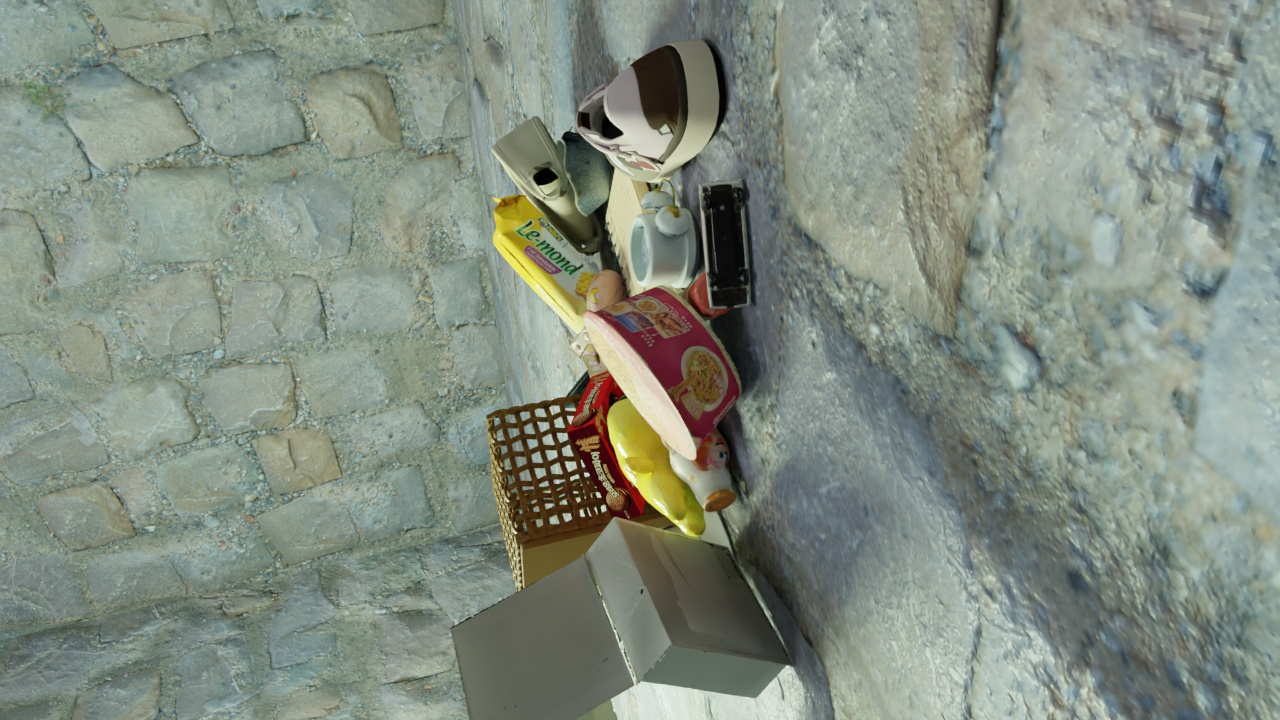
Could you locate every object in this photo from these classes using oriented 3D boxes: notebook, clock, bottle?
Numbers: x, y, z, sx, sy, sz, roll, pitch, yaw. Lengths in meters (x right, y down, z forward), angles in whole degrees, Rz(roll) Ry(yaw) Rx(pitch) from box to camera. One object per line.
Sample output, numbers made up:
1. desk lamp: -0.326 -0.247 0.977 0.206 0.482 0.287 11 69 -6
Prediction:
1. notebook: 0.001 -0.125 1.116 0.168 0.024 0.225 108 148 -62
2. clock: 0.026 -0.128 0.942 0.083 0.057 0.118 -121 31 -56
3. bottle: 0.059 -0.057 0.891 0.109 0.044 0.044 156 103 -77
4. bottle: 0.064 0.104 0.961 0.063 0.063 0.108 98 155 -54

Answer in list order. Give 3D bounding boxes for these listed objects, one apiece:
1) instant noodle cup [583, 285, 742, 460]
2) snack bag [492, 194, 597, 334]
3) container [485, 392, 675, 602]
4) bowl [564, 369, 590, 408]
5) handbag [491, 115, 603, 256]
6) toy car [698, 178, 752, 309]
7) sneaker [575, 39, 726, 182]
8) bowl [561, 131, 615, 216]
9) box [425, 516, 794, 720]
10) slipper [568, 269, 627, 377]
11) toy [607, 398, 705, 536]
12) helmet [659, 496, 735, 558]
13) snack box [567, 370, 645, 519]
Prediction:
1. instant noodle cup: 0.027 0.003 0.894 0.178 0.077 0.179 51 169 14
2. snack bag: -0.127 -0.131 1.332 0.247 0.068 0.160 47 172 -4
3. container: -0.089 0.210 1.335 0.252 0.219 0.214 97 158 -53
4. bowl: -0.057 0.033 1.368 0.057 0.137 0.137 39 166 -4
5. handbag: -0.109 -0.261 1.292 0.184 0.132 0.229 55 -177 22
6. toy car: 0.075 -0.102 0.806 0.039 0.039 0.113 -71 -24 -72
7. sneaker: -0.018 -0.230 0.905 0.294 0.116 0.112 -157 57 -74
8. bowl: -0.062 -0.245 1.184 0.110 0.055 0.110 -10 -91 -83
9. box: -0.036 0.284 0.905 0.167 0.330 0.165 -120 8 -50
10. slipper: -0.054 -0.030 1.236 0.093 0.082 0.197 -50 -40 -54
11. toy: 0.022 0.114 1.043 0.134 0.092 0.207 49 -163 -39
12. helmet: 0.033 0.283 1.110 0.272 0.117 0.183 95 159 -45
13. snack box: -0.031 0.103 1.144 0.133 0.036 0.151 64 -162 -19
